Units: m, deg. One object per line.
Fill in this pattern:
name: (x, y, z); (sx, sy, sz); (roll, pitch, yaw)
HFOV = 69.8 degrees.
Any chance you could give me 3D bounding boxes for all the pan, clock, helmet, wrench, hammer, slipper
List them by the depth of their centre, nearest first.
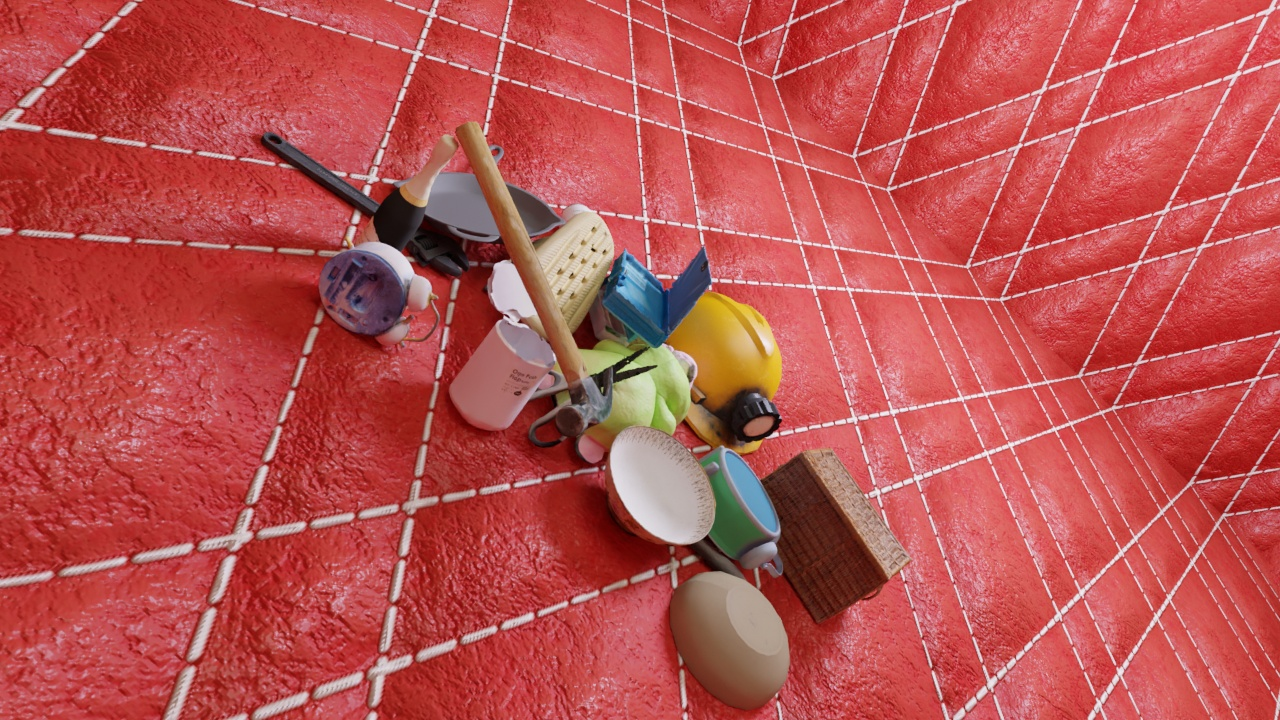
clock: (-0.262, -0.065, 0.930); (0.125, 0.089, 0.051); (39, 24, -9)
hammer: (-0.109, -0.087, 0.936); (0.330, 0.033, 0.132); (66, 20, -1)
wrench: (-0.319, -0.182, 1.078); (0.273, 0.018, 0.073); (34, 31, -15)
clock: (0.117, 0.188, 1.093); (0.161, 0.075, 0.121); (55, 16, -1)
slipper: (-0.109, -0.106, 1.177); (0.111, 0.079, 0.260); (60, 33, -21)
pan: (-0.208, -0.222, 1.215); (0.216, 0.024, 0.353); (11, 29, -10)
helmet: (0.126, -0.008, 1.294); (0.205, 0.132, 0.255); (17, 39, -39)

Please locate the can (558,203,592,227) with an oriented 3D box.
can: (-0.086, -0.177, 1.317); (0.055, 0.055, 0.101); (23, 37, -33)

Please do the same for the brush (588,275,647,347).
brush: (-0.038, -0.069, 1.240); (0.075, 0.055, 0.135); (28, 32, -37)

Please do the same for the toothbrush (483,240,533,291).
toothbrush: (-0.168, -0.124, 1.193); (0.013, 0.013, 0.167); (47, 29, -13)

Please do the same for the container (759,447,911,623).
container: (0.236, 0.215, 1.167); (0.112, 0.114, 0.198); (-1, 54, -57)

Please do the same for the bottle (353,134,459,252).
bottle: (-0.247, -0.167, 0.975); (0.045, 0.185, 0.045); (31, 33, -23)

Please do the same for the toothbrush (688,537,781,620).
toothbrush: (0.098, 0.239, 1.059); (0.185, 0.024, 0.022); (44, 65, -2)

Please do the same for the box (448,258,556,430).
box: (-0.144, -0.018, 0.968); (0.084, 0.147, 0.136); (23, 27, -38)

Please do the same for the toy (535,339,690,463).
toy: (-0.021, 0.036, 1.082); (0.150, 0.107, 0.196); (57, 33, 9)

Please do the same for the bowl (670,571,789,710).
bowl: (0.106, 0.288, 0.978); (0.152, 0.051, 0.152); (31, 33, -23)

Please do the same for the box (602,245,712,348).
box: (0.025, -0.111, 1.169); (0.094, 0.112, 0.231); (40, 15, -9)

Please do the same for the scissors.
scissors: (-0.063, 0.038, 1.006); (0.012, 0.165, 0.150); (67, 34, -70)

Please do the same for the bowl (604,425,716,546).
bowl: (0.008, 0.149, 1.011); (0.145, 0.063, 0.145); (27, 40, -25)

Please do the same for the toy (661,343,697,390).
toy: (0.039, 0.018, 1.200); (0.052, 0.099, 0.095); (-3, 40, -25)
